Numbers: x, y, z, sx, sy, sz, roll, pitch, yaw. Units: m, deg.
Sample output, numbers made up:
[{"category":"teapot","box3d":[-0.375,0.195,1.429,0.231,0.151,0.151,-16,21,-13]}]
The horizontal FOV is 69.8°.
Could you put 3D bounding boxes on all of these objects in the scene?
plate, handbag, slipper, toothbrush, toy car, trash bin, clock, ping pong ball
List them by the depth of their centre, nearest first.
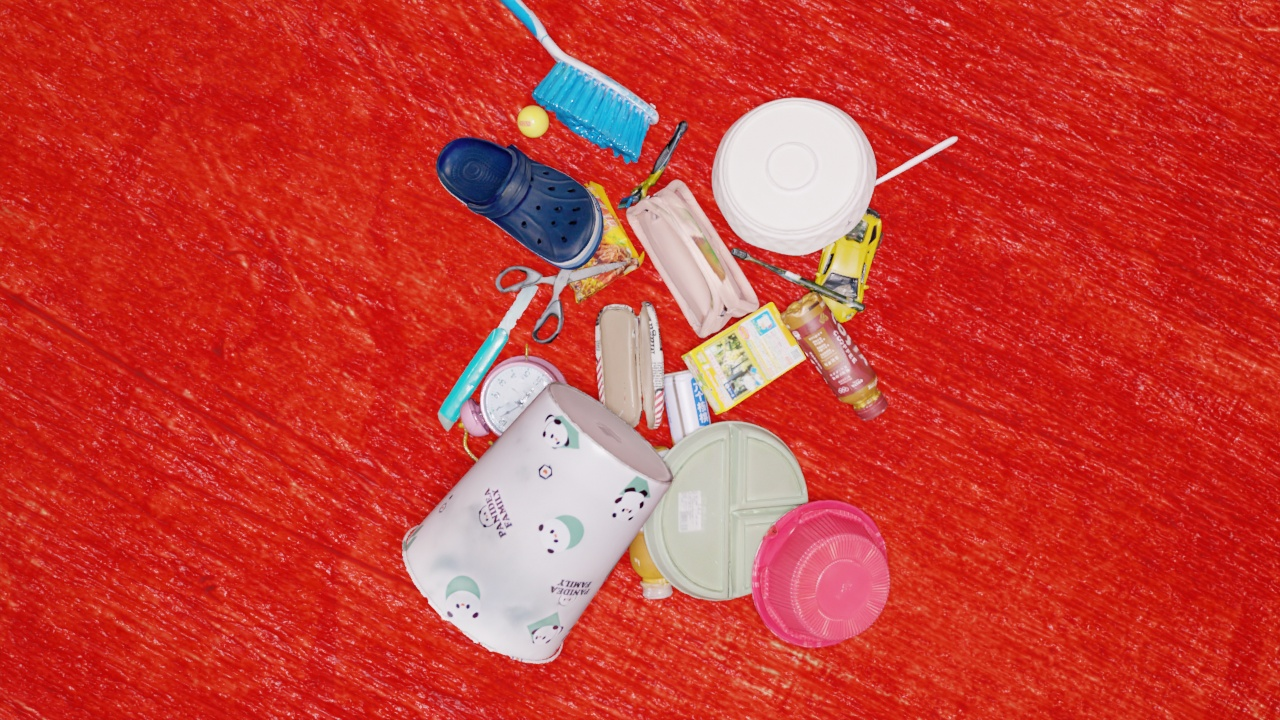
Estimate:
[{"category":"trash bin","box3d":[-0.109,0.178,1.070,0.229,0.229,0.252,39,98,0]},{"category":"handbag","box3d":[0.061,-0.126,1.080,0.093,0.234,0.193,-32,89,4]},{"category":"slipper","box3d":[-0.152,-0.209,1.123,0.253,0.095,0.105,34,88,21]},{"category":"plate","box3d":[0.113,0.191,1.147,0.230,0.027,0.230,-2,95,-21]},{"category":"plate","box3d":[0.191,-0.238,1.155,0.205,0.045,0.204,-1,84,12]},{"category":"toothbrush","box3d":[0.198,-0.103,1.166,0.186,0.017,0.012,26,96,16]},{"category":"clock","box3d":[-0.162,0.066,1.170,0.117,0.060,0.158,40,92,0]},{"category":"toy car","box3d":[0.264,-0.123,1.177,0.071,0.041,0.156,16,92,2]},{"category":"ping pong ball","box3d":[-0.138,-0.306,1.177,0.040,0.040,0.040,0,90,0]},{"category":"toothbrush","box3d":[0.329,-0.248,1.189,0.180,0.016,0.016,-28,84,1]}]

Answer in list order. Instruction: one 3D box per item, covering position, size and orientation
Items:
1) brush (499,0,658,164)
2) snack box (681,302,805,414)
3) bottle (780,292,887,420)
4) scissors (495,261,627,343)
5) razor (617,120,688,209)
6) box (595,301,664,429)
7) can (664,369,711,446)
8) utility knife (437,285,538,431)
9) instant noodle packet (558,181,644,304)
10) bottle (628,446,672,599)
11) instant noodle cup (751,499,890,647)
[{"category":"brush","box3d":[-0.109,-0.377,1.175,0.314,0.060,0.109,33,85,2]},{"category":"snack box","box3d":[0.132,-0.004,1.159,0.140,0.034,0.087,-31,90,-23]},{"category":"bottle","box3d":[0.249,-0.002,1.163,0.057,0.057,0.175,-37,99,0]},{"category":"scissors","box3d":[-0.104,-0.102,1.161,0.159,0.014,0.181,19,103,8]},{"category":"razor","box3d":[0.021,-0.250,1.184,0.022,0.043,0.142,36,85,-19]},{"category":"box","box3d":[-0.005,0.007,1.156,0.076,0.088,0.162,0,85,-39]},{"category":"can","box3d":[0.063,0.079,1.172,0.053,0.053,0.134,-11,90,0]},{"category":"utility knife","box3d":[-0.198,-0.006,1.193,0.029,0.013,0.222,34,92,-2]},{"category":"instant noodle packet","box3d":[-0.069,-0.154,1.177,0.111,0.044,0.128,-32,90,-2]},{"category":"bottle","box3d":[0.015,0.205,1.165,0.068,0.068,0.189,-4,91,0]},{"category":"instant noodle cup","box3d":[0.239,0.275,1.144,0.193,0.066,0.194,-1,95,-16]}]
